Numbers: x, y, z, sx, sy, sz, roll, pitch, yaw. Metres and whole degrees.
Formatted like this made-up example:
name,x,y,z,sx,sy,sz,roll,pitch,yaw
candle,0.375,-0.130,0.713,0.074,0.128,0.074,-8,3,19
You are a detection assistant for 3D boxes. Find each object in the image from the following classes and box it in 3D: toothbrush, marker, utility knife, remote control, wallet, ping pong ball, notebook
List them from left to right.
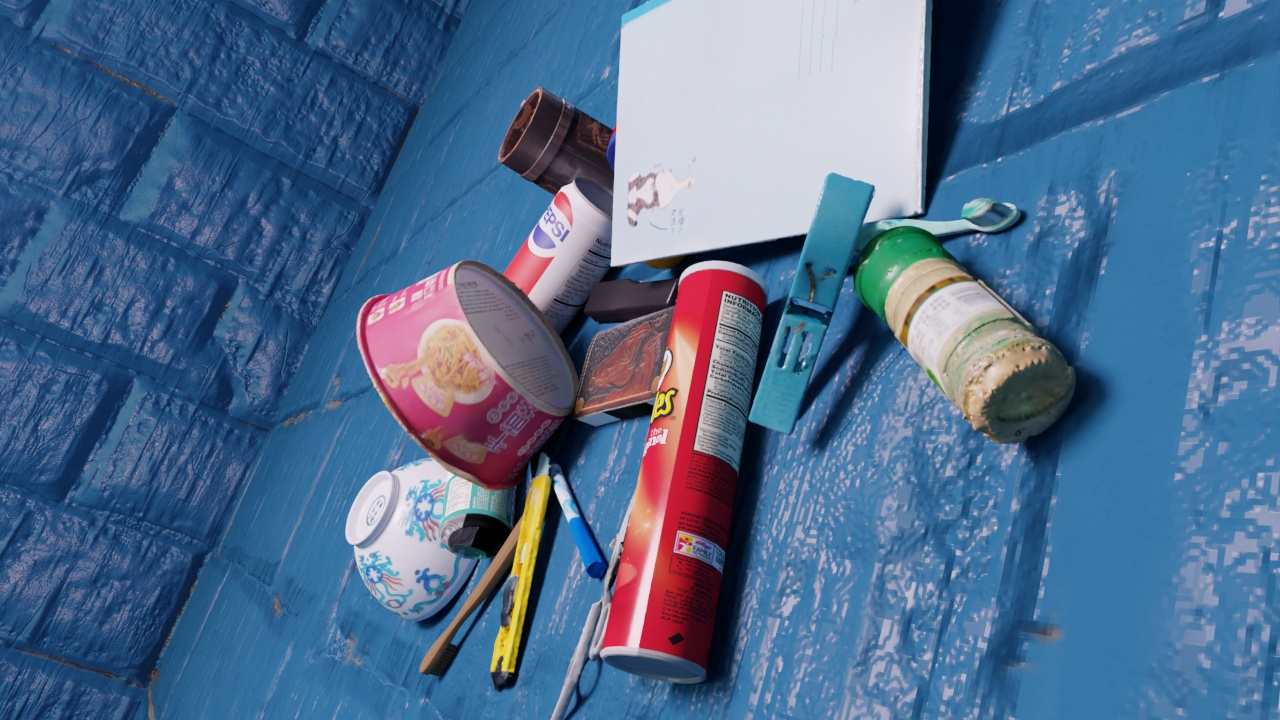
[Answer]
name,x,y,z,sx,sy,sz,roll,pitch,yaw
toothbrush,-0.115,0.170,0.679,0.167,0.016,0.016,-56,26,11
utility knife,-0.080,0.140,0.629,0.031,0.017,0.164,-23,47,49
marker,-0.046,0.101,0.612,0.013,0.013,0.142,-59,24,9
remote control,-0.005,-0.046,0.677,0.137,0.015,0.032,2,67,64
wallet,-0.004,0.004,0.619,0.123,0.019,0.072,-17,55,58
ping pong ball,0.015,-0.085,0.646,0.040,0.040,0.040,-45,29,34
notebook,0.062,-0.157,0.543,0.254,0.009,0.181,-2,84,53
toothbrush,0.121,-0.059,0.438,0.135,0.017,0.022,-7,67,61

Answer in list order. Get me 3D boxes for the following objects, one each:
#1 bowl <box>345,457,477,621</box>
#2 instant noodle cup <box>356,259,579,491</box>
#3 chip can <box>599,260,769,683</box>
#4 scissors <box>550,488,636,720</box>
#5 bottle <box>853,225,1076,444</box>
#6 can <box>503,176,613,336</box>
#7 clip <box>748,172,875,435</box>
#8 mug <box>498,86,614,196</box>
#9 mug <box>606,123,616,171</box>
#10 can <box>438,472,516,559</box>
name,x,y,z,sx,sy,sz,roll,pitch,yaw
bowl,-0.197,0.137,0.771,0.144,0.074,0.143,-33,40,32
instant noodle cup,-0.116,0.001,0.686,0.078,0.178,0.178,-36,31,16
chip can,0.026,0.050,0.472,0.052,0.051,0.214,-29,40,51
scissors,-0.018,0.126,0.517,0.141,0.014,0.162,-76,8,-66
bottle,0.122,-0.013,0.359,0.043,0.043,0.111,-54,27,20
can,-0.065,-0.082,0.767,0.132,0.070,0.070,-52,26,23
clip,0.086,-0.037,0.443,0.121,0.031,0.130,-63,-12,-54
mug,-0.064,-0.190,0.829,0.080,0.107,0.115,-53,26,21
mug,0.018,-0.168,0.702,0.112,0.075,0.076,107,179,-66
can,-0.124,0.102,0.716,0.055,0.055,0.101,-47,29,31
